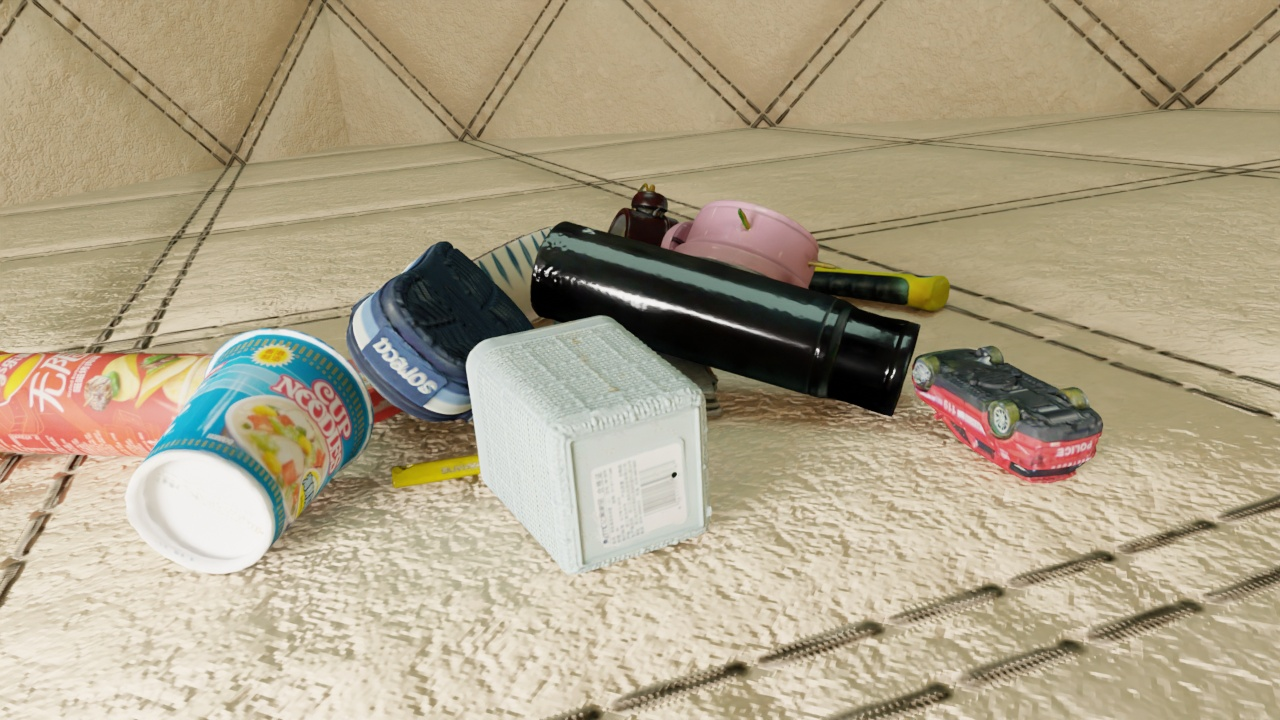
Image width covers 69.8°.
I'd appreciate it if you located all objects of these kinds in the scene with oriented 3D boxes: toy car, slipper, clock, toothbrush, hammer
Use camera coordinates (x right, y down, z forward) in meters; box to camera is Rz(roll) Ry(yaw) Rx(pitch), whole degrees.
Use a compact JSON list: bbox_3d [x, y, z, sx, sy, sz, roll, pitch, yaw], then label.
[{"bbox_3d":[0.195,0.027,0.503,0.053,0.045,0.120,-7,23,-13],"label":"toy car"},{"bbox_3d":[-0.132,-0.008,0.589,0.095,0.105,0.252,-41,11,6],"label":"slipper"},{"bbox_3d":[0.078,-0.077,0.747,0.117,0.059,0.159,25,-14,-20],"label":"clock"},{"bbox_3d":[-0.051,0.049,0.543,0.190,0.017,0.015,-10,18,-14],"label":"toothbrush"},{"bbox_3d":[0.132,-0.082,0.866,0.324,0.032,0.125,12,25,41],"label":"hammer"},{"bbox_3d":[-0.001,-0.109,0.853,0.055,0.121,0.082,14,-28,-18],"label":"clock"}]

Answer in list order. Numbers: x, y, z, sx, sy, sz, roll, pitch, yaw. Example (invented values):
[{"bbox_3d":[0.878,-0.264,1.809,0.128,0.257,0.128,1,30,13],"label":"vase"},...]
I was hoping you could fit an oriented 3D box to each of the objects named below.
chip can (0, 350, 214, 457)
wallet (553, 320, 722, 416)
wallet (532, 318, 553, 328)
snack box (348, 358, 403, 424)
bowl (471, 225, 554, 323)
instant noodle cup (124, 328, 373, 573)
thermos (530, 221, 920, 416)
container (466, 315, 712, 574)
[{"bbox_3d":[-0.341,0.029,0.595,0.217,0.073,0.073,1,19,15],"label":"chip can"},{"bbox_3d":[-0.004,0.004,0.629,0.106,0.037,0.129,4,25,-11],"label":"wallet"},{"bbox_3d":[-0.025,-0.033,0.758,0.101,0.020,0.115,6,26,35],"label":"wallet"},{"bbox_3d":[-0.177,0.010,0.678,0.075,0.025,0.152,10,24,35],"label":"snack box"},{"bbox_3d":[-0.109,-0.061,0.782,0.116,0.066,0.116,-27,4,2],"label":"bowl"},{"bbox_3d":[-0.204,0.050,0.478,0.099,0.099,0.109,-3,27,5],"label":"instant noodle cup"},{"bbox_3d":[0.053,-0.025,0.601,0.243,0.068,0.090,18,-4,16],"label":"thermos"},{"bbox_3d":[-0.025,0.040,0.457,0.089,0.090,0.111,-13,23,-22],"label":"container"}]
